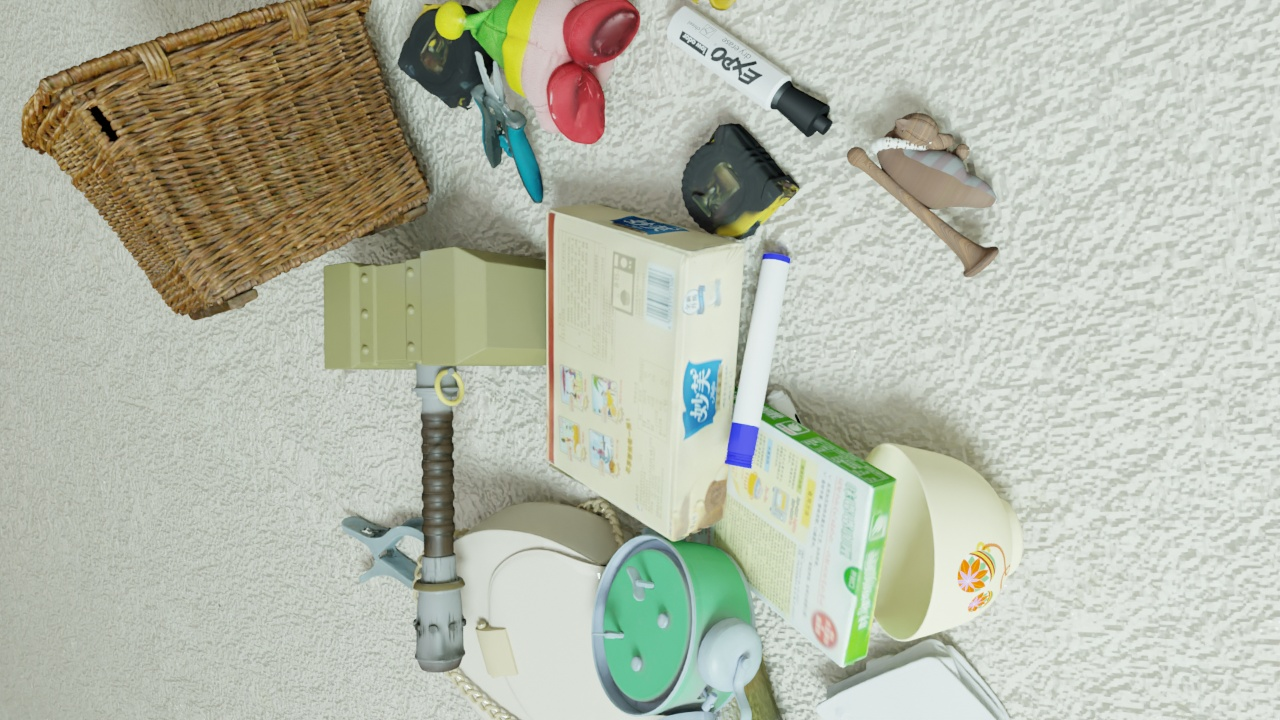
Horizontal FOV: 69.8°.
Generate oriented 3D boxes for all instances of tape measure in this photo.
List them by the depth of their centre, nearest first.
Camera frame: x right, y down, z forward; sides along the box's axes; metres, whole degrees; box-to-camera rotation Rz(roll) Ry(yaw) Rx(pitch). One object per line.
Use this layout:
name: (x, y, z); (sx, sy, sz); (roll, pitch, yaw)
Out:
tape measure: (0.058, -0.115, 0.605); (0.067, 0.038, 0.063); (52, 128, 8)
tape measure: (-0.147, -0.238, 0.707); (0.071, 0.042, 0.072); (44, 124, 19)

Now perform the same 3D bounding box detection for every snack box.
snack box: (0.096, 0.105, 0.625); (0.168, 0.027, 0.132); (33, 125, 52)
snack box: (-0.004, 0.004, 0.658); (0.153, 0.055, 0.208); (24, 120, 44)

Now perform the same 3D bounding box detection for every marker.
marker: (0.069, -0.182, 0.581); (0.126, 0.025, 0.025); (41, 125, 17)
marker: (0.077, 0.000, 0.608); (0.020, 0.020, 0.141); (9, 86, 33)
marker: (0.122, 0.081, 0.643); (0.017, 0.020, 0.133); (-26, 89, 34)

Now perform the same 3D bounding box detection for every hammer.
hammer: (-0.164, 0.083, 0.738); (0.191, 0.100, 0.325); (-2, 88, 36)

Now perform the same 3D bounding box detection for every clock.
clock: (0.025, 0.197, 0.634); (0.122, 0.075, 0.161); (-62, 35, 19)

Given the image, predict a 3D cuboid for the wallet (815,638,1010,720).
wallet: (0.191, 0.246, 0.646); (0.116, 0.032, 0.086); (-37, 94, 36)

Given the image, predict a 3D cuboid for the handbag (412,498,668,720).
handbag: (-0.077, 0.229, 0.798); (0.209, 0.103, 0.211); (-7, 102, 29)

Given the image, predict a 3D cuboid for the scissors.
scissors: (-0.097, -0.166, 0.670); (0.122, 0.019, 0.149); (24, 154, 51)

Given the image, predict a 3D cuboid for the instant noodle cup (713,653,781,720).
instant noodle cup: (0.064, 0.271, 0.709); (0.102, 0.102, 0.108); (-8, 93, 37)

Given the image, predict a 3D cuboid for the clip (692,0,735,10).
clip: (0.037, -0.244, 0.580); (0.053, 0.035, 0.046); (-44, 72, 36)

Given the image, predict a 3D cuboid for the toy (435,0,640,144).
toy: (-0.070, -0.226, 0.629); (0.131, 0.096, 0.124); (39, 121, 42)

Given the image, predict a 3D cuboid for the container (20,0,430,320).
container: (-0.304, -0.154, 0.718); (0.163, 0.249, 0.183); (-4, 116, 52)

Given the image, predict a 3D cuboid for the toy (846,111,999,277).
toy: (0.170, -0.101, 0.527); (0.102, 0.041, 0.055); (42, 87, 5)

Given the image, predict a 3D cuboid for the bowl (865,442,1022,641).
bowl: (0.188, 0.109, 0.563); (0.074, 0.118, 0.118); (0, 112, -9)

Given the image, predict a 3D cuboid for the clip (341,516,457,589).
clip: (-0.248, 0.182, 0.938); (0.164, 0.027, 0.108); (-10, 99, 37)
